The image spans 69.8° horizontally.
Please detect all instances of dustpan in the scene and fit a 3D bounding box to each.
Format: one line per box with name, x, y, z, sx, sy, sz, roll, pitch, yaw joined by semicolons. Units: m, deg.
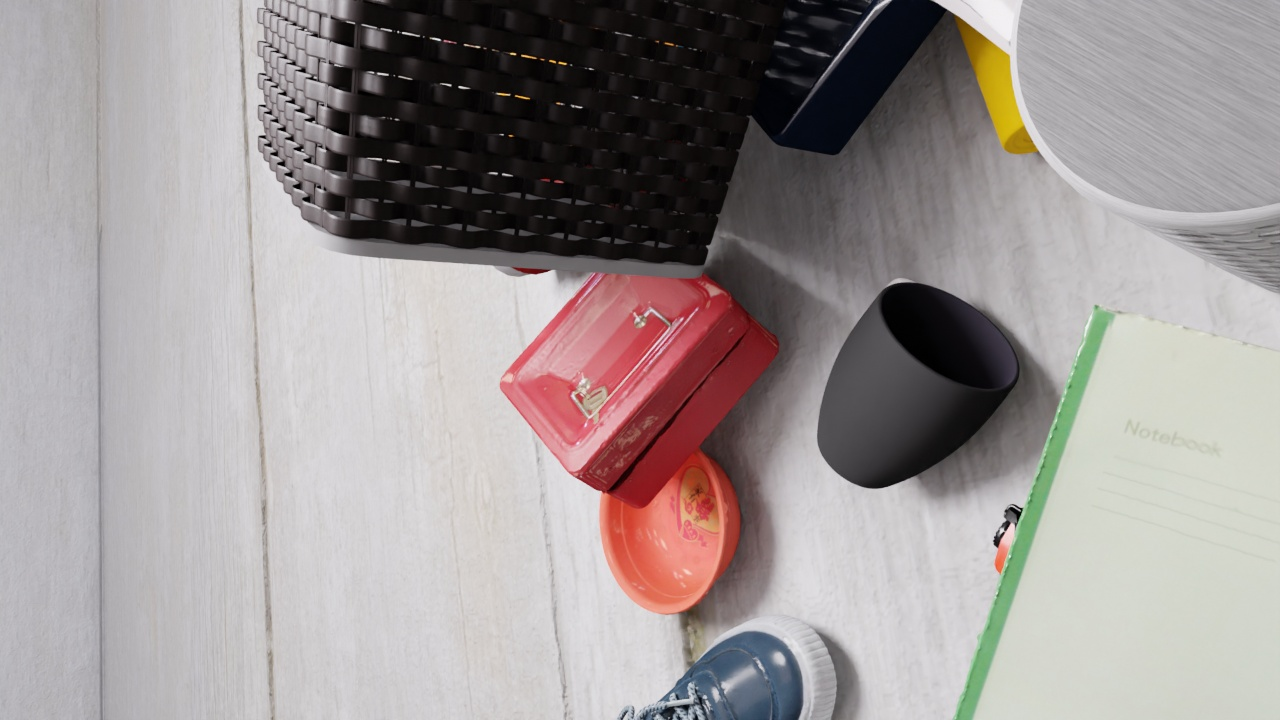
dustpan;0.129;-0.222;0.464;0.273;0.080;0.237;50;124;23

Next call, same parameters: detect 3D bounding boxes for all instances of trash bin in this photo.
trash bin;0.242;-0.105;0.329;0.157;0.183;0.156;-5;83;48

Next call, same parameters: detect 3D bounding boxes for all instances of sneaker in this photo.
sneaker;0.032;0.250;0.612;0.236;0.087;0.089;-54;50;32

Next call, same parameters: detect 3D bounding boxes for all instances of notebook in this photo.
notebook;0.240;0.122;0.379;0.182;0.010;0.253;18;102;17

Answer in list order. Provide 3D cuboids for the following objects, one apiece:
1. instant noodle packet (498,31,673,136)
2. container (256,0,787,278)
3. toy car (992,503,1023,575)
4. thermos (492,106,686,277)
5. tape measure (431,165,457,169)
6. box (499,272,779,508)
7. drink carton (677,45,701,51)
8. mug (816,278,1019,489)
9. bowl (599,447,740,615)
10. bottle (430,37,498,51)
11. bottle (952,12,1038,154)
instant noodle packet;-0.053;-0.248;0.786;0.221;0.032;0.159;-33;66;42
container;-0.076;-0.200;0.509;0.245;0.247;0.244;40;123;53
toy car;0.219;0.105;0.439;0.100;0.051;0.049;39;112;43
thermos;-0.050;-0.140;0.733;0.199;0.083;0.108;-16;92;45
tape measure;-0.208;-0.181;0.956;0.059;0.038;0.058;-20;72;32
box;-0.001;0.005;0.629;0.158;0.087;0.129;-47;40;3
drink carton;0.051;-0.285;0.667;0.044;0.038;0.129;-2;86;48
mug;0.144;0.010;0.520;0.118;0.085;0.100;-86;16;-48
bowl;0.027;0.114;0.659;0.131;0.045;0.130;-5;83;48
bottle;-0.166;-0.320;0.902;0.105;0.056;0.056;-16;75;47
bottle;0.194;-0.184;0.494;0.043;0.043;0.143;-29;66;44
